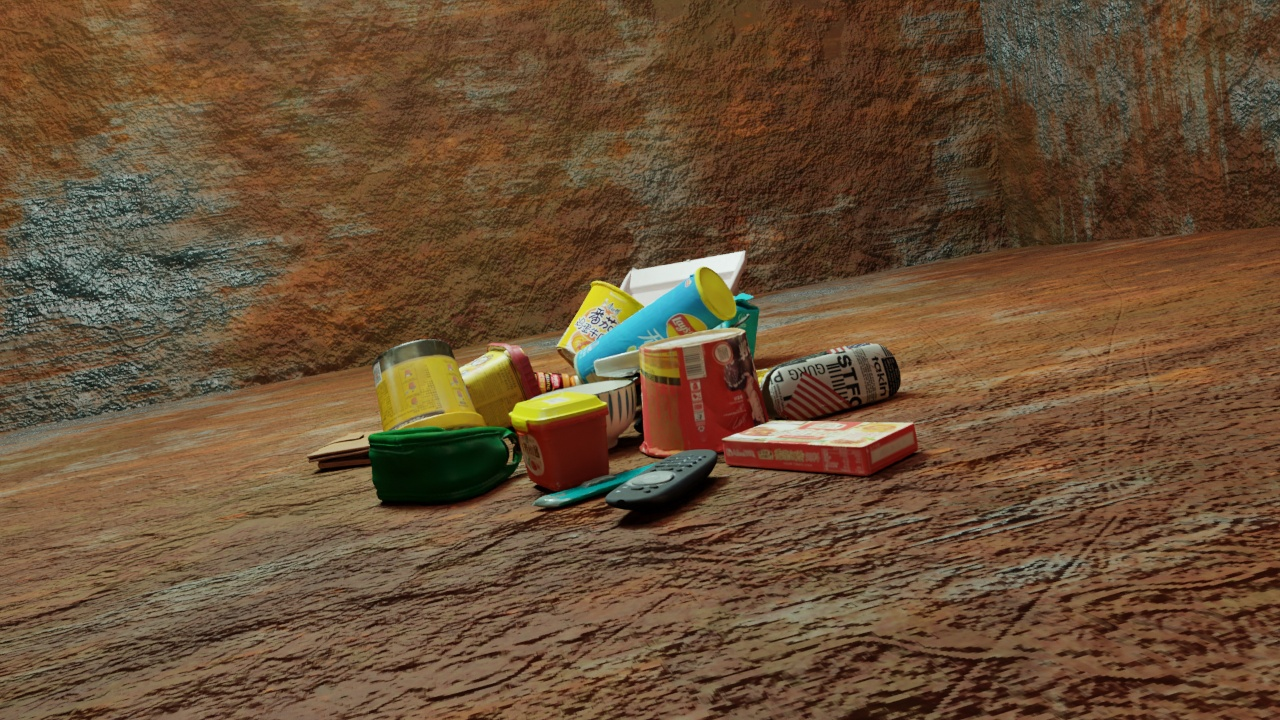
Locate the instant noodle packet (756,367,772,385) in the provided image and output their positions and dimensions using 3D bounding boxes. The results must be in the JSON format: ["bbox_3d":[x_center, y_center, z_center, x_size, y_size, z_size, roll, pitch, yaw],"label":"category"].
[{"bbox_3d":[0.132,0.034,1.071,0.111,0.044,0.128,-7,5,38],"label":"instant noodle packet"}]

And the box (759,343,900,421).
[{"bbox_3d":[0.199,0.021,0.998,0.163,0.075,0.082,-15,-3,-21],"label":"box"}]

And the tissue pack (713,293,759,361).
[{"bbox_3d":[0.115,-0.023,1.202,0.050,0.133,0.093,5,6,-16],"label":"tissue pack"}]

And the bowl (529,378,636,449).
[{"bbox_3d":[-0.058,0.063,0.992,0.116,0.066,0.116,-10,5,1],"label":"bowl"}]

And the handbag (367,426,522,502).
[{"bbox_3d":[-0.197,0.095,0.913,0.132,0.068,0.120,-6,7,30],"label":"handbag"}]

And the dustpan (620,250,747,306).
[{"bbox_3d":[0.033,-0.066,1.396,0.223,0.273,0.138,-9,-24,30],"label":"dustpan"}]

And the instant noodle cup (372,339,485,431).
[{"bbox_3d":[-0.250,0.046,1.056,0.118,0.114,0.118,-18,-16,-6],"label":"instant noodle cup"}]

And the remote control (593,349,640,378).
[{"bbox_3d":[-0.006,0.006,1.030,0.058,0.021,0.150,-14,-6,12],"label":"remote control"}]

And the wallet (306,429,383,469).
[{"bbox_3d":[-0.355,0.111,1.190,0.108,0.031,0.131,-7,5,7],"label":"wallet"}]

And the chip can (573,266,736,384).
[{"bbox_3d":[0.014,-0.032,1.123,0.211,0.071,0.071,-32,-6,30],"label":"chip can"}]

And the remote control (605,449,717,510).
[{"bbox_3d":[0.020,0.100,0.740,0.053,0.024,0.136,-4,10,31],"label":"remote control"}]

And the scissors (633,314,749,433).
[{"bbox_3d":[0.039,0.017,1.108,0.222,0.021,0.232,-29,18,40],"label":"scissors"}]

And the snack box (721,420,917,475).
[{"bbox_3d":[0.150,0.072,0.783,0.075,0.025,0.153,-16,8,-41],"label":"snack box"}]

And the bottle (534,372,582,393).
[{"bbox_3d":[-0.133,0.045,1.326,0.149,0.067,0.067,-4,5,-12],"label":"bottle"}]

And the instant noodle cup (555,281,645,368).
[{"bbox_3d":[-0.043,-0.027,1.283,0.109,0.138,0.138,-54,20,-12],"label":"instant noodle cup"}]

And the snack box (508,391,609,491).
[{"bbox_3d":[-0.070,0.074,0.848,0.081,0.080,0.091,-14,7,-26],"label":"snack box"}]

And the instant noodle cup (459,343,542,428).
[{"bbox_3d":[-0.206,0.048,1.207,0.123,0.116,0.116,-25,13,-22],"label":"instant noodle cup"}]

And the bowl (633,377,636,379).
[{"bbox_3d":[0.041,0.015,1.208,0.114,0.113,0.062,-5,-35,36],"label":"bowl"}]

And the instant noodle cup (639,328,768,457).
[{"bbox_3d":[0.062,0.029,0.928,0.138,0.108,0.138,-9,7,1],"label":"instant noodle cup"}]

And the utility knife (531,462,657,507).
[{"bbox_3d":[-0.017,0.104,0.808,0.166,0.013,0.029,-13,9,-30],"label":"utility knife"}]
